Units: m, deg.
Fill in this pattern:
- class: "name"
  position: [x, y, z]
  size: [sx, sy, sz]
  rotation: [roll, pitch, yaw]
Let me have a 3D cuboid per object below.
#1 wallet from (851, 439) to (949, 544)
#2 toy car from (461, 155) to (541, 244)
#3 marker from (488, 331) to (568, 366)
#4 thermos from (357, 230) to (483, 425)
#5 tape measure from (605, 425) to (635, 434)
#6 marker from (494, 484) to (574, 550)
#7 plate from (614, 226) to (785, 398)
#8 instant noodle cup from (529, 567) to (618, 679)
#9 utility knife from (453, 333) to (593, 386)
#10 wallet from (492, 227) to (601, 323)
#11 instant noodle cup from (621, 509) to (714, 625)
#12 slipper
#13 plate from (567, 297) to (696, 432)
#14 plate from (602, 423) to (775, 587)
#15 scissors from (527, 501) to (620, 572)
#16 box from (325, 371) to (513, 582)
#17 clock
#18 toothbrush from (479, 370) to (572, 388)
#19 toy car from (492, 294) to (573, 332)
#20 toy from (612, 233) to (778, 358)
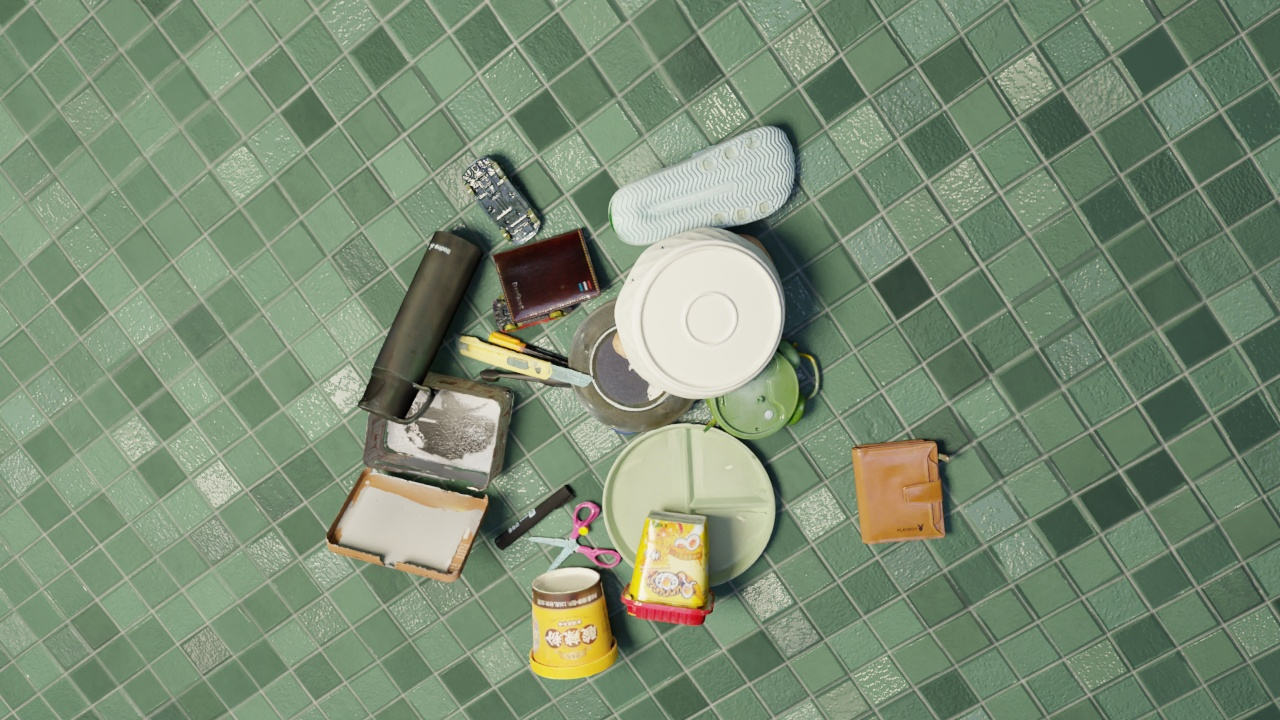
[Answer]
- class: "wallet"
  position: [0.340, 0.169, 1.185]
  size: [0.119, 0.035, 0.131]
  rotation: [-7, 100, 14]
- class: "toy car"
  position: [-0.177, -0.205, 1.175]
  size: [0.054, 0.036, 0.120]
  rotation: [-34, 105, 11]
- class: "marker"
  position: [-0.141, -0.013, 1.215]
  size: [0.124, 0.018, 0.015]
  rotation: [19, 107, 2]
- class: "thermos"
  position: [-0.266, -0.038, 1.151]
  size: [0.090, 0.068, 0.242]
  rotation: [18, 78, 14]
- class: "tape measure"
  position: [-0.019, 0.070, 1.212]
  size: [0.058, 0.025, 0.054]
  rotation: [-6, 102, 12]
- class: "marker"
  position: [-0.146, 0.216, 1.259]
  size: [0.132, 0.020, 0.022]
  rotation: [-39, 107, 11]
- class: "plate"
  position: [0.076, -0.051, 1.071]
  size: [0.204, 0.045, 0.205]
  rotation: [-2, 102, -10]
- class: "instant noodle cup"
  position: [-0.093, 0.347, 1.227]
  size: [0.118, 0.118, 0.114]
  rotation: [-4, 97, 8]
- class: "utility knife"
  position: [-0.156, 0.001, 1.203]
  size: [0.208, 0.021, 0.031]
  rotation: [14, 117, 13]
- class: "wallet"
  position: [-0.120, -0.109, 1.176]
  size: [0.122, 0.020, 0.096]
  rotation: [-17, 80, 3]
- class: "instant noodle cup"
  position: [0.041, 0.261, 1.175]
  size: [0.116, 0.116, 0.123]
  rotation: [6, 90, 6]
- class: "slipper"
  position: [0.076, -0.206, 1.121]
  size: [0.245, 0.074, 0.104]
  rotation: [-20, 104, -7]
- class: "plate"
  position: [-0.007, 0.007, 1.171]
  size: [0.179, 0.024, 0.179]
  rotation: [1, 99, 8]
- class: "plate"
  position: [0.064, 0.193, 1.224]
  size: [0.230, 0.027, 0.230]
  rotation: [1, 100, 7]
- class: "scissors"
  position: [-0.086, 0.256, 1.261]
  size: [0.131, 0.017, 0.133]
  rotation: [36, 107, -3]
- class: "box"
  position: [-0.281, 0.143, 1.202]
  size: [0.179, 0.133, 0.271]
  rotation: [12, 74, 5]
- class: "clock"
  position: [0.151, 0.034, 1.156]
  size: [0.161, 0.056, 0.116]
  rotation: [-10, 101, -11]
- class: "toothbrush"
  position: [-0.109, 0.025, 1.215]
  size: [0.213, 0.027, 0.026]
  rotation: [2, 57, 8]
- class: "toy car"
  position: [-0.138, -0.069, 1.194]
  size: [0.106, 0.031, 0.049]
  rotation: [-16, 81, 3]
- class: "toy"
  position: [0.061, -0.078, 1.123]
  size: [0.226, 0.082, 0.143]
  rotation: [-20, 83, -9]
